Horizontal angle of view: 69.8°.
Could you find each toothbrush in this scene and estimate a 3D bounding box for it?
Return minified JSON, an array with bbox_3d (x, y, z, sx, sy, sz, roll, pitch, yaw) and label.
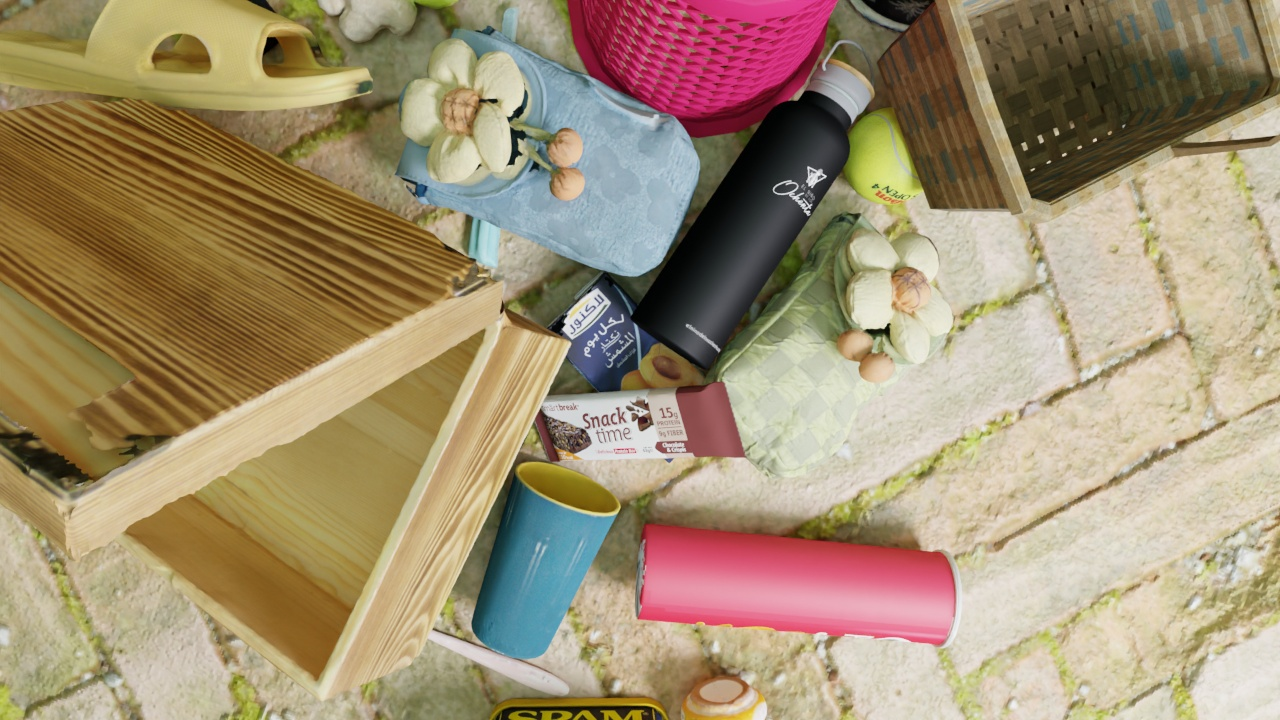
[{"bbox_3d":[-0.136,0.212,0.678,0.181,0.018,0.016,24,95,-6],"label":"toothbrush"}]

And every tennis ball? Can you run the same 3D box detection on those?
[{"bbox_3d":[0.171,-0.140,0.628,0.065,0.065,0.065,0,96,-3],"label":"tennis ball"}]

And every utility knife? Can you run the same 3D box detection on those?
[{"bbox_3d":[-0.100,-0.155,0.638,0.022,0.015,0.179,8,98,-5],"label":"utility knife"}]

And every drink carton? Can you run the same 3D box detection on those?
[{"bbox_3d":[-0.004,0.004,0.649,0.064,0.040,0.130,-43,96,2],"label":"drink carton"}]

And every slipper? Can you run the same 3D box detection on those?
[{"bbox_3d":[-0.292,-0.201,0.573,0.263,0.099,0.078,6,107,8],"label":"slipper"}]

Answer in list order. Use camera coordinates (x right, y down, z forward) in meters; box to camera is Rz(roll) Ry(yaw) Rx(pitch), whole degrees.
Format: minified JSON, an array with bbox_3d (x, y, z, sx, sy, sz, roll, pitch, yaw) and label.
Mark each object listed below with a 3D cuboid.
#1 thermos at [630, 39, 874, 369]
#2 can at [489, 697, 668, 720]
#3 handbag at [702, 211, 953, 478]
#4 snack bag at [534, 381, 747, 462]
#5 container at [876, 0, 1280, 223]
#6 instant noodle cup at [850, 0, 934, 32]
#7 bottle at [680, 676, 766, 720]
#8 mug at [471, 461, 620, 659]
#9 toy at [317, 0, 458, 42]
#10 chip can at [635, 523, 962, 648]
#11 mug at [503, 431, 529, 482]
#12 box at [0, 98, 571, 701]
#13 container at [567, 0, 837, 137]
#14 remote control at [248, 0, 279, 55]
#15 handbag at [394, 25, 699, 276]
[{"bbox_3d":[0.082,-0.106,0.598,0.061,0.061,0.231,34,89,-6],"label":"thermos"},{"bbox_3d":[-0.044,0.298,0.647,0.135,0.104,0.075,0,96,-3],"label":"can"},{"bbox_3d":[0.133,-0.008,0.607,0.113,0.117,0.186,44,76,-9],"label":"handbag"},{"bbox_3d":[-0.007,0.044,0.622,0.158,0.013,0.057,-4,112,31],"label":"snack bag"},{"bbox_3d":[0.289,-0.187,0.538,0.249,0.187,0.157,-25,97,-20],"label":"container"},{"bbox_3d":[0.202,-0.294,0.589,0.137,0.112,0.137,0,95,-3],"label":"instant noodle cup"},{"bbox_3d":[0.066,0.292,0.672,0.063,0.063,0.108,-9,97,-2],"label":"bottle"},{"bbox_3d":[-0.072,0.142,0.647,0.078,0.078,0.121,21,100,-5],"label":"mug"},{"bbox_3d":[-0.165,-0.264,0.610,0.115,0.046,0.092,-41,100,10],"label":"toy"},{"bbox_3d":[0.108,0.161,0.657,0.220,0.069,0.069,6,96,-3],"label":"chip can"},{"bbox_3d":[-0.150,0.063,0.634,0.122,0.085,0.094,29,94,22],"label":"mug"},{"bbox_3d":[-0.237,-0.010,0.464,0.279,0.315,0.282,28,93,21],"label":"box"},{"bbox_3d":[0.047,-0.239,0.530,0.183,0.225,0.183,0,96,-3],"label":"container"},{"bbox_3d":[-0.292,-0.268,0.617,0.032,0.015,0.136,-37,97,2],"label":"remote control"},{"bbox_3d":[-0.058,-0.129,0.584,0.192,0.118,0.122,25,91,-4],"label":"handbag"}]
